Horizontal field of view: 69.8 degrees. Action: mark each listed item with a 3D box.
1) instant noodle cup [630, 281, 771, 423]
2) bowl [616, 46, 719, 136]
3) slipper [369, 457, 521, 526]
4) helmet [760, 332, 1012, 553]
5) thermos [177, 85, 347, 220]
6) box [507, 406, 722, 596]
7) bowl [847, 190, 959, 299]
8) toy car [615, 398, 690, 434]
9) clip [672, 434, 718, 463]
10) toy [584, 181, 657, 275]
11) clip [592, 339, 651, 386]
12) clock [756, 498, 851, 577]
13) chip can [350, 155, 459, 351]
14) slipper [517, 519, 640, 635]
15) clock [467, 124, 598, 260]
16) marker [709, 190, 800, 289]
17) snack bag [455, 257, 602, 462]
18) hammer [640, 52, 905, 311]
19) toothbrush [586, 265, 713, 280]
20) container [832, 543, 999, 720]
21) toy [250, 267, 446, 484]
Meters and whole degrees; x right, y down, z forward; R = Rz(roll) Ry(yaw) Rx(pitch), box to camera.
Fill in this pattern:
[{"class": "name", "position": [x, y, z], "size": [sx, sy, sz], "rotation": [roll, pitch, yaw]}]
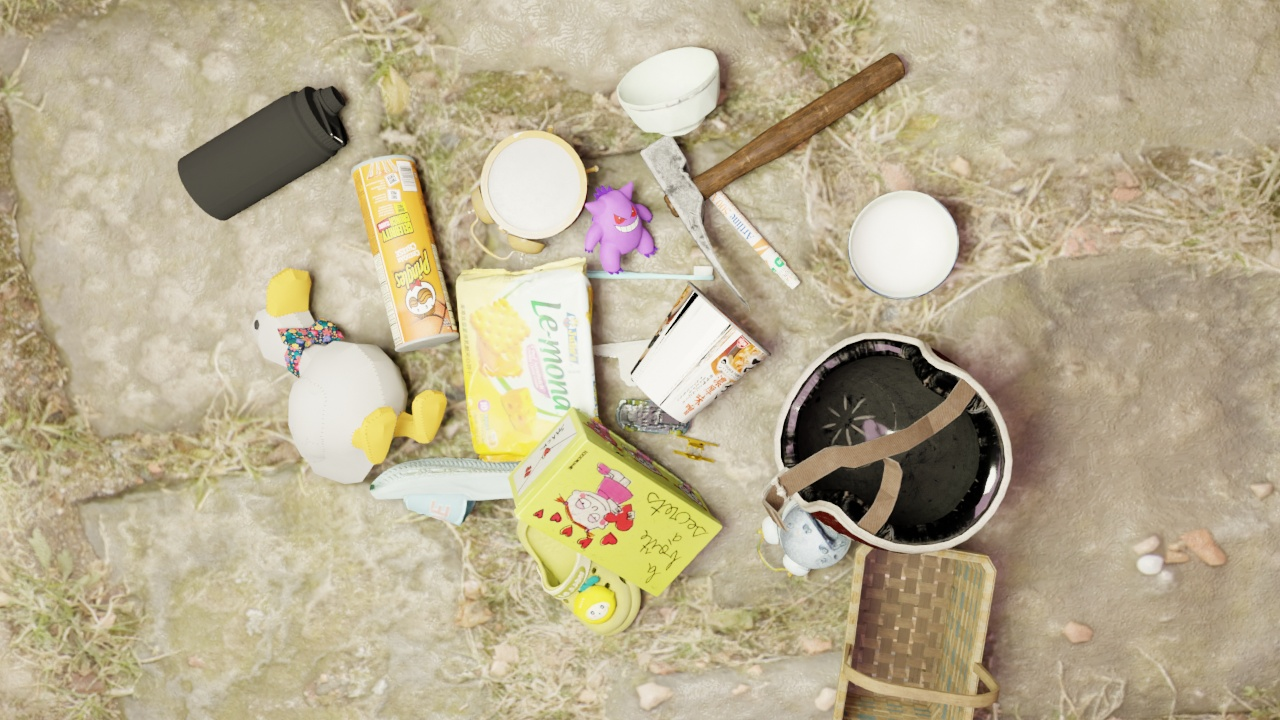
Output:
[{"class": "instant noodle cup", "position": [0.060, -0.003, 1.029], "size": [0.123, 0.123, 0.122], "rotation": [42, 98, 1]}, {"class": "bowl", "position": [0.037, -0.290, 1.018], "size": [0.117, 0.117, 0.061], "rotation": [-17, 131, 8]}, {"class": "slipper", "position": [-0.203, 0.160, 1.095], "size": [0.245, 0.104, 0.074], "rotation": [0, 93, 2]}, {"class": "helmet", "position": [0.251, 0.092, 0.950], "size": [0.234, 0.253, 0.233], "rotation": [35, 91, -13]}, {"class": "thermos", "position": [-0.433, -0.250, 1.081], "size": [0.199, 0.086, 0.086], "rotation": [-27, 93, 9]}, {"class": "box", "position": [-0.027, 0.163, 1.036], "size": [0.124, 0.082, 0.221], "rotation": [-46, 119, 9]}, {"class": "bowl", "position": [0.287, -0.128, 1.020], "size": [0.118, 0.062, 0.118], "rotation": [1, 97, 6]}, {"class": "toy car", "position": [0.015, 0.066, 1.092], "size": [0.090, 0.027, 0.039], "rotation": [5, 97, 1]}, {"class": "clip", "position": [0.065, 0.103, 1.084], "size": [0.054, 0.049, 0.044], "rotation": [15, 63, 6]}, {"class": "toy", "position": [-0.029, -0.155, 1.051], "size": [0.056, 0.105, 0.088], "rotation": [24, 135, 42]}, {"class": "clip", "position": [-0.006, 0.004, 1.097], "size": [0.102, 0.046, 0.056], "rotation": [-6, 91, 8]}, {"class": "clock", "position": [0.191, 0.204, 1.073], "size": [0.118, 0.057, 0.083], "rotation": [-34, 92, 9]}, {"class": "chip can", "position": [-0.274, -0.123, 1.069], "size": [0.075, 0.075, 0.215], "rotation": [-15, 87, 8]}, {"class": "slipper", "position": [-0.076, 0.250, 1.100], "size": [0.092, 0.081, 0.190], "rotation": [-40, 88, 7]}, {"class": "clock", "position": [-0.128, -0.186, 1.054], "size": [0.117, 0.081, 0.159], "rotation": [42, 96, -3]}, {"class": "marker", "position": [0.132, -0.141, 1.060], "size": [0.017, 0.017, 0.145], "rotation": [-42, 90, 9]}, {"class": "snack bag", "position": [-0.124, 0.005, 1.074], "size": [0.160, 0.068, 0.247], "rotation": [-1, 100, 12]}, {"class": "hammer", "position": [0.178, -0.218, 1.017], "size": [0.301, 0.037, 0.217], "rotation": [-32, 77, 5]}, {"class": "toothbrush", "position": [-0.004, -0.103, 1.082], "size": [0.181, 0.016, 0.016], "rotation": [0, 99, 6]}, {"class": "container", "position": [0.297, 0.324, 1.008], "size": [0.157, 0.186, 0.250], "rotation": [7, 97, 6]}, {"class": "toy", "position": [-0.364, 0.034, 1.087], "size": [0.268, 0.140, 0.247], "rotation": [25, 118, 28]}]
